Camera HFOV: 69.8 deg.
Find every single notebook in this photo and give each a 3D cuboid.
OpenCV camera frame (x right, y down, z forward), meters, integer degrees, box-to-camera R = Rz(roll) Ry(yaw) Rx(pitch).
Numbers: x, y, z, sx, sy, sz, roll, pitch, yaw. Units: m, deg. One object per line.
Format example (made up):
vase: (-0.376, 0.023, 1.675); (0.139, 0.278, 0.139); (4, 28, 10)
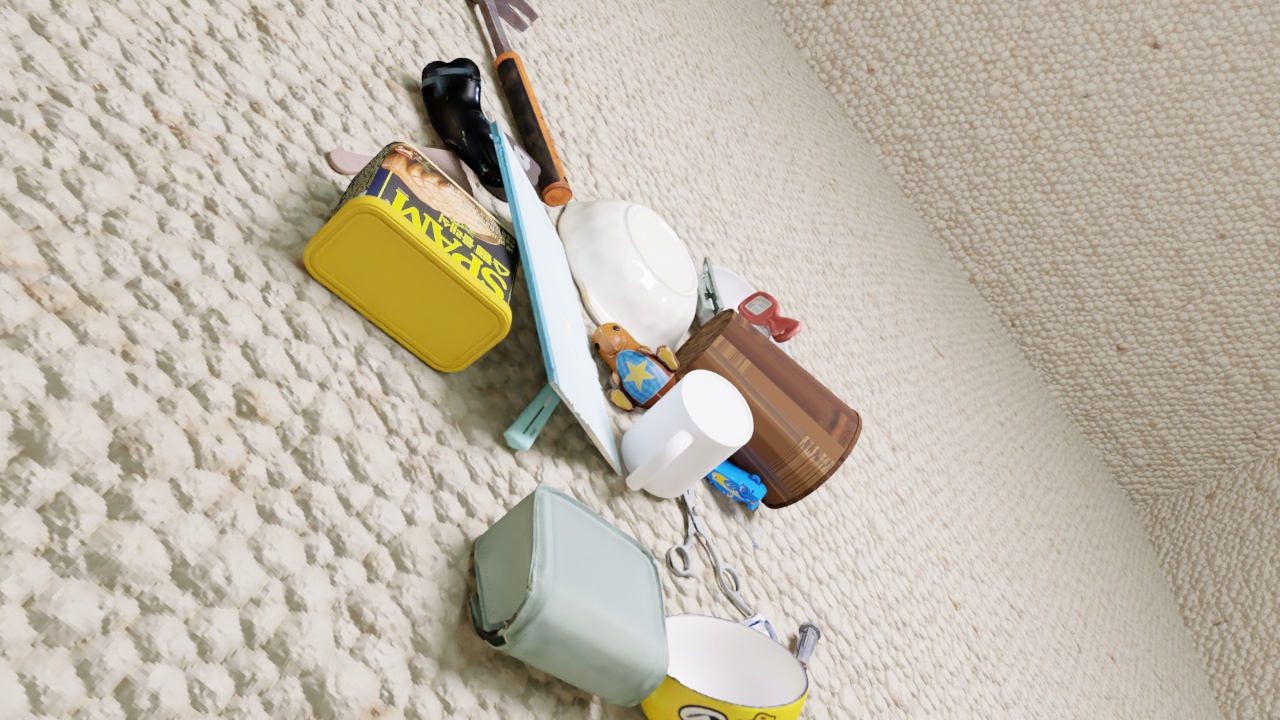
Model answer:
notebook: (-0.068, -0.049, 0.749); (0.181, 0.009, 0.253); (64, 9, -59)

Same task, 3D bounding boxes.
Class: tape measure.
tape measure: (-0.122, -0.181, 0.854); (0.058, 0.038, 0.058); (45, 29, -21)

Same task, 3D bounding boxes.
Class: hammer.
hammer: (-0.126, -0.295, 0.979); (0.137, 0.035, 0.314); (12, 51, -54)
hammer: (0.108, 0.294, 0.710); (0.098, 0.044, 0.321); (54, 26, -4)

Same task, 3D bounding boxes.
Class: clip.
clip: (0.070, -0.082, 1.003); (0.042, 0.023, 0.075); (-2, 56, -17)

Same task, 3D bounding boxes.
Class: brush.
brush: (-0.194, -0.152, 0.737); (0.135, 0.015, 0.050); (-8, 66, -54)
brush: (0.141, -0.039, 0.973); (0.030, 0.041, 0.172); (54, 3, -17)

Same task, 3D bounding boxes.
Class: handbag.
handbag: (-0.046, 0.152, 0.584); (0.122, 0.067, 0.106); (39, 23, -31)

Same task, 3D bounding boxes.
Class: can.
can: (-0.154, -0.076, 0.652); (0.135, 0.075, 0.104); (41, 28, -27)

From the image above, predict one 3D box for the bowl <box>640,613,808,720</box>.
bowl: (0.051, 0.233, 0.634); (0.117, 0.068, 0.117); (13, 11, -3)

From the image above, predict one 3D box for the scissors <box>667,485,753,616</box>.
scissors: (0.056, 0.149, 0.815); (0.158, 0.014, 0.141); (48, 32, -17)

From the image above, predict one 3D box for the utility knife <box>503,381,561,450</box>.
utility knife: (-0.074, 0.029, 0.737); (0.022, 0.015, 0.165); (50, 24, -10)

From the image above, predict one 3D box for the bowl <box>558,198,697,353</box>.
bowl: (0.002, -0.099, 0.946); (0.188, 0.060, 0.218); (46, 29, -19)

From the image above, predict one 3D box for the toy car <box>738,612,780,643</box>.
toy car: (0.092, 0.236, 0.762); (0.089, 0.027, 0.038); (-4, 66, -59)

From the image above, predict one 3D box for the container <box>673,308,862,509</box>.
container: (0.113, 0.042, 0.911); (0.167, 0.132, 0.131); (44, 29, -10)

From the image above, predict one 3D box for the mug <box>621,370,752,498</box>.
mug: (0.029, 0.070, 0.762); (0.074, 0.091, 0.110); (48, 39, 4)

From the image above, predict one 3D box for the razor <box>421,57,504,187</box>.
razor: (-0.148, -0.212, 0.810); (0.053, 0.064, 0.140); (5, 46, -51)

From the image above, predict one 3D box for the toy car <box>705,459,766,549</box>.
toy car: (0.084, 0.133, 0.880); (0.092, 0.062, 0.033); (30, 24, 15)

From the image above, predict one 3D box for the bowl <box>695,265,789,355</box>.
bowl: (0.110, -0.038, 1.070); (0.149, 0.043, 0.149); (35, 34, -29)

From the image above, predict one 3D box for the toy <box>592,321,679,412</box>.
toy: (-0.005, 0.005, 0.851); (0.090, 0.070, 0.103); (48, 3, 12)
